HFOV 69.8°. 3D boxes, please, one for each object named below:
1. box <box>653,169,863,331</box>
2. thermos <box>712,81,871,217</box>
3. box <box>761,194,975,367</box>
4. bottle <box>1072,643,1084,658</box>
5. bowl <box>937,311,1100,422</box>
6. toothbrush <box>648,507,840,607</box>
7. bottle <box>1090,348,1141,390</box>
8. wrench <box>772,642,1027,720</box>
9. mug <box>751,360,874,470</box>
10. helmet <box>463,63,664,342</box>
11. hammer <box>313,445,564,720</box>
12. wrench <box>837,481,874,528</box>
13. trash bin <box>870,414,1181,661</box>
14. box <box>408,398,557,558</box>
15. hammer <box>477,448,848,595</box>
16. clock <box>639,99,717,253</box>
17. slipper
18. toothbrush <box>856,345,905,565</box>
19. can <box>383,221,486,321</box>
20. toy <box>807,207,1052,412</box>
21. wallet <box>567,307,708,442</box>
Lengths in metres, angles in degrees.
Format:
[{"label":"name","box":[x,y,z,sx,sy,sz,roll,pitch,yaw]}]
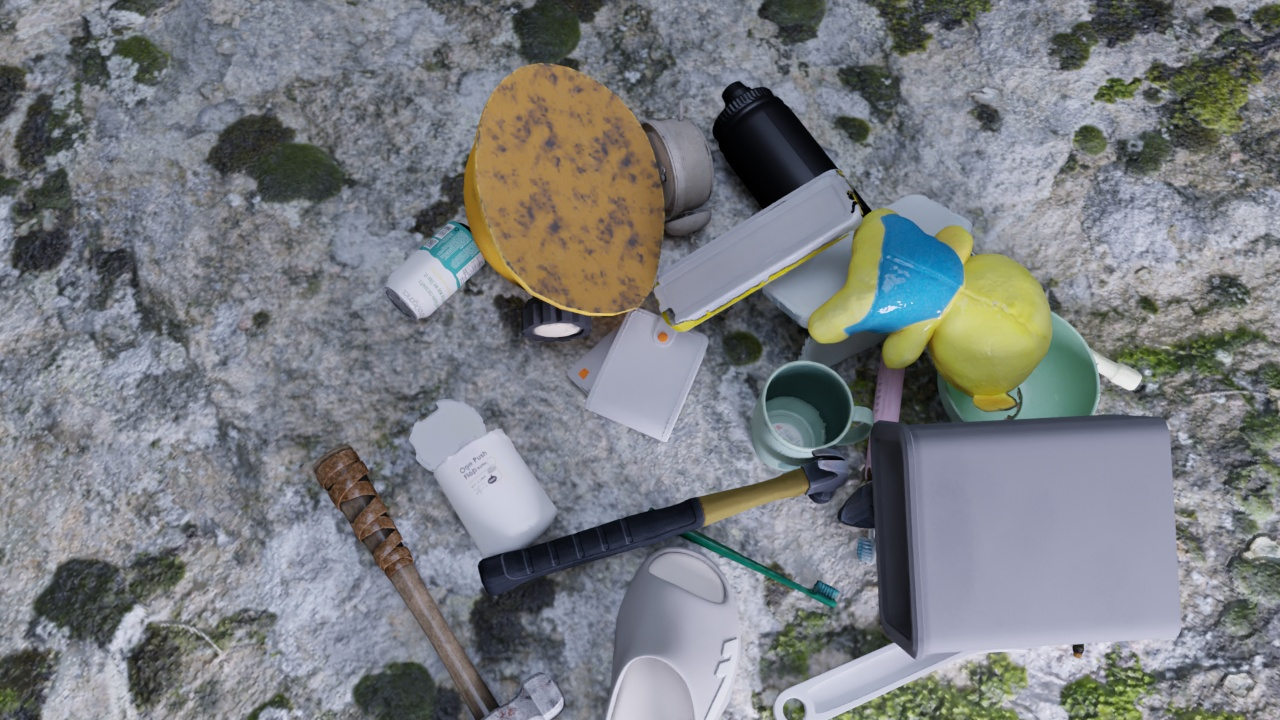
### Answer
[{"label":"box","box":[0.108,-0.108,0.871,0.210,0.117,0.057,-31,108,18]},{"label":"thermos","box":[0.150,-0.206,0.971,0.086,0.086,0.198,-28,72,-15]},{"label":"box","box":[0.230,-0.059,0.919,0.215,0.127,0.106,-27,40,-12]},{"label":"bottle","box":[0.405,0.219,0.841,0.025,0.025,0.105,16,67,3]},{"label":"bowl","box":[0.354,0.024,0.889,0.151,0.077,0.150,0,71,-1]},{"label":"toothbrush","box":[0.093,0.178,0.841,0.190,0.016,0.017,24,70,6]},{"label":"bottle","box":[0.418,-0.022,0.933,0.184,0.045,0.045,29,68,8]},{"label":"wrench","box":[0.239,0.254,0.820,0.273,0.018,0.086,-19,70,-10]},{"label":"mug","box":[0.158,0.059,0.848,0.111,0.104,0.084,4,66,-2]},{"label":"helmet","box":[-0.092,-0.146,0.903,0.205,0.132,0.255,6,71,-34]},{"label":"hammer","box":[-0.194,0.207,0.796,0.121,0.049,0.318,-33,71,-14]},{"label":"wrench","box":[0.315,0.146,0.858,0.273,0.022,0.073,0,76,-9]},{"label":"trash bin","box":[0.320,0.142,0.778,0.220,0.097,0.192,-3,89,-3]},{"label":"box","box":[-0.148,0.099,0.826,0.083,0.092,0.166,-32,81,-13]},{"label":"hammer","box":[0.026,0.138,0.792,0.332,0.118,0.025,-15,66,-9]},{"label":"clock","box":[0.043,-0.182,0.956,0.061,0.103,0.157,-18,95,-19]},{"label":"slipper","box":[0.017,0.280,0.758,0.113,0.081,0.265,16,67,6]},{"label":"toothbrush","box":[0.232,0.087,0.884,0.026,0.027,0.222,20,66,-15]},{"label":"can","box":[-0.203,-0.089,0.913,0.055,0.055,0.101,38,70,12]},{"label":"toy","box":[0.274,-0.046,0.817,0.214,0.084,0.148,26,81,-6]},{"label":"wallet","box":[-0.005,0.005,0.898,0.115,0.037,0.118,23,71,6]}]
